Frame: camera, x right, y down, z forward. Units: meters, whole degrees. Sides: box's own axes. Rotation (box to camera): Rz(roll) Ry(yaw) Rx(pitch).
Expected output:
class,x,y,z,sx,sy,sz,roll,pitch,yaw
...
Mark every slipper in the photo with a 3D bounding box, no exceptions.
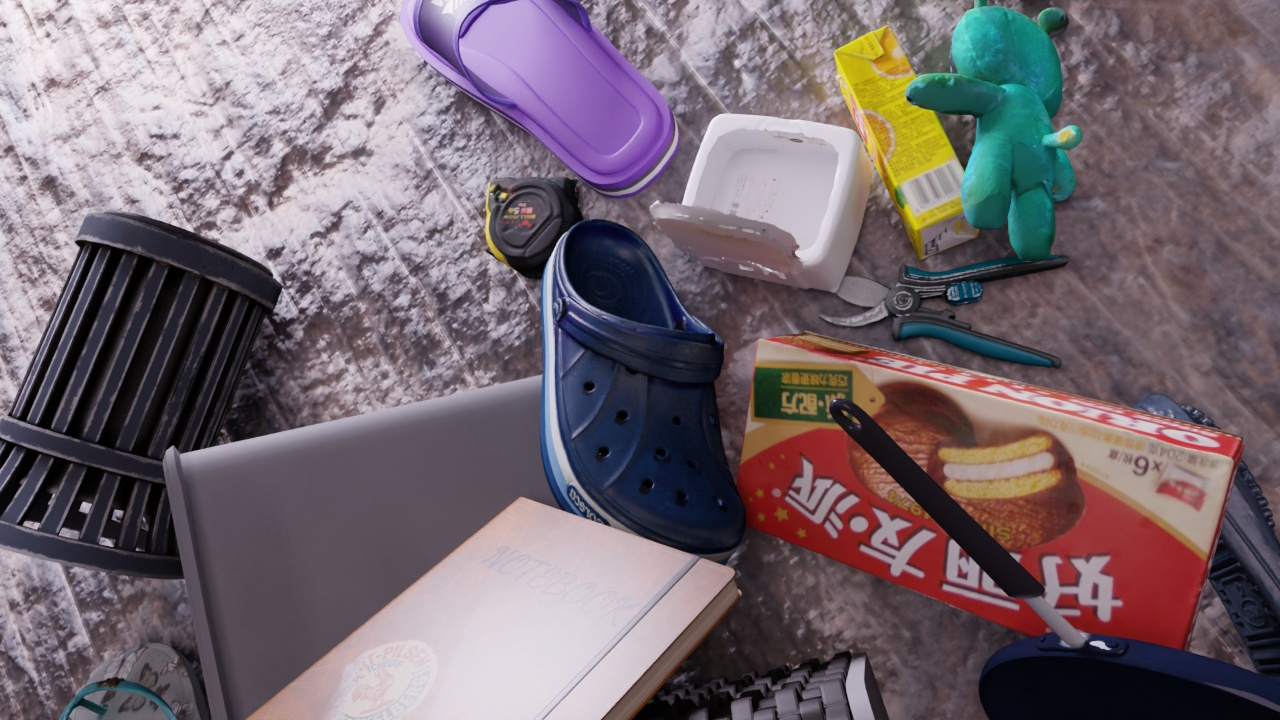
class,x,y,z,sx,sy,sz,roll,pitch,yaw
slipper,-0.328,0.256,0.600,0.269,0.055,0.098,19,65,44
slipper,-0.003,0.003,0.546,0.095,0.105,0.252,-53,41,41
slipper,0.342,0.122,0.444,0.082,0.101,0.263,-28,68,11
slipper,-0.087,-0.228,0.663,0.107,0.084,0.266,-47,69,3

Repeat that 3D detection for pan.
class,x,y,z,sx,sy,sz,roll,pitch,yaw
pan,0.200,0.131,0.393,0.356,0.199,0.021,43,61,-15

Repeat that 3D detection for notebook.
class,x,y,z,sx,sy,sz,roll,pitch,yaw
notebook,-0.085,0.154,0.392,0.179,0.014,0.248,8,36,45

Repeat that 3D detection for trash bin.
class,x,y,z,sx,sy,sz,roll,pitch,yaw
trash bin,-0.365,0.022,0.660,0.164,0.164,0.227,13,79,20
trash bin,-0.139,0.125,0.539,0.219,0.098,0.191,-13,71,-24

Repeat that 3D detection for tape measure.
class,x,y,z,sx,sy,sz,roll,pitch,yaw
tape measure,-0.076,-0.096,0.654,0.071,0.042,0.072,2,74,17

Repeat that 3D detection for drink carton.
class,x,y,z,sx,sy,sz,roll,pitch,yaw
drink carton,0.165,-0.136,0.577,0.043,0.058,0.134,-23,71,12

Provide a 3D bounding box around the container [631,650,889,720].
class,x,y,z,sx,sy,sz,roll,pitch,yaw
container,0.024,0.285,0.433,0.244,0.245,0.247,-19,73,9

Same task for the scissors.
class,x,y,z,sx,sy,sz,roll,pitch,yaw
scissors,0.195,-0.032,0.566,0.156,0.019,0.124,-33,68,10

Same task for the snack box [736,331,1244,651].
class,x,y,z,sx,sy,sz,roll,pitch,yaw
snack box,0.167,0.065,0.483,0.237,0.060,0.113,17,107,35

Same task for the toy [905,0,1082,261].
class,x,y,z,sx,sy,sz,roll,pitch,yaw
toy,0.220,-0.148,0.537,0.073,0.130,0.193,-30,43,51

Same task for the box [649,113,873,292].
class,x,y,z,sx,sy,sz,roll,pitch,yaw
box,0.065,-0.098,0.556,0.109,0.137,0.128,15,82,28
